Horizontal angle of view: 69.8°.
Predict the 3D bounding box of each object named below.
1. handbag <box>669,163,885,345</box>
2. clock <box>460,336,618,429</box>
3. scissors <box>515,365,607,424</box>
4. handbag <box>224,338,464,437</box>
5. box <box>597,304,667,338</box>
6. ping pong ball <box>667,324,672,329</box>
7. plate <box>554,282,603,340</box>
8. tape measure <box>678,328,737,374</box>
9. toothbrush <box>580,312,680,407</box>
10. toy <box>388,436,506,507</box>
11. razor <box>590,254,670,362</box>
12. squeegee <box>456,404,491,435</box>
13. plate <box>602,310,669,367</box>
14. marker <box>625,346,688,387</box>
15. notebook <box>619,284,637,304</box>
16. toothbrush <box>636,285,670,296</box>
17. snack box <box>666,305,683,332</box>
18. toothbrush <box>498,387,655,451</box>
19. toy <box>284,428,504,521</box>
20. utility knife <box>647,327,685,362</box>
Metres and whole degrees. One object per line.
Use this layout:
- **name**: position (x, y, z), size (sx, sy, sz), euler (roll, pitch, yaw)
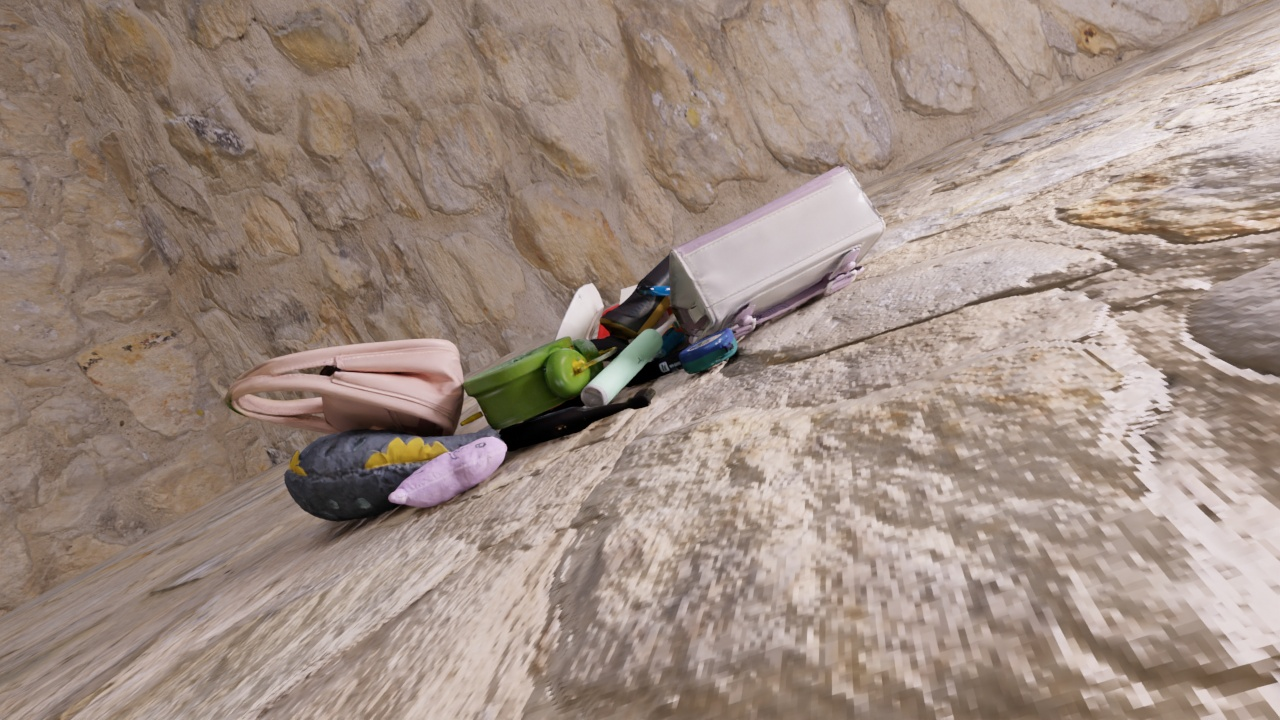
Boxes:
- **handbag**: position (0.131, -0.092, 0.925), size (0.197, 0.098, 0.145), euler (-26, -12, -8)
- **clock**: position (-0.097, 0.017, 0.908), size (0.161, 0.056, 0.116), euler (-22, 6, 15)
- **scissors**: position (-0.110, 0.057, 1.010), size (0.220, 0.021, 0.231), euler (-30, 4, -34)
- **handbag**: position (-0.306, 0.041, 0.959), size (0.234, 0.093, 0.194), euler (5, -20, -15)
- **box**: position (0.045, -0.065, 1.337), size (0.202, 0.099, 0.112), euler (-22, 42, 32)
- **ping pong ball**: position (0.050, -0.057, 1.232), size (0.040, 0.040, 0.040), euler (-26, 6, 3)
- **plate**: position (-0.094, -0.027, 1.303), size (0.265, 0.034, 0.162), euler (-73, 5, -83)
- **tape measure**: position (0.063, -0.006, 0.836), size (0.054, 0.025, 0.058), euler (-26, 5, 14)
- **toothbrush**: position (0.000, -0.009, 0.924), size (0.027, 0.027, 0.223), euler (-16, 16, 30)
- **toy**: position (-0.169, 0.101, 0.822), size (0.108, 0.039, 0.084), euler (-28, -2, -9)
- **razor**: position (0.008, -0.058, 1.004), size (0.062, 0.067, 0.167), euler (9, 53, 49)
- **squeegee**: position (-0.181, 0.058, 1.163), size (0.246, 0.039, 0.246), euler (-32, 2, 5)
- **plate**: position (-0.014, -0.027, 1.173), size (0.165, 0.034, 0.163), euler (-36, 1, 41)
- **marker**: position (0.032, 0.002, 0.917), size (0.132, 0.020, 0.022), euler (-21, 28, 43)
- **notebook**: position (0.045, -0.092, 1.133), size (0.150, 0.012, 0.209), euler (-20, 12, 4)
- **toothbrush**: position (0.082, -0.073, 1.008), size (0.189, 0.014, 0.016), euler (0, -6, -22)
- **snack box**: position (0.111, -0.078, 1.091), size (0.127, 0.044, 0.113), euler (-28, 13, -23)
- **toothbrush**: position (-0.061, 0.054, 0.838), size (0.213, 0.026, 0.027), euler (-19, 20, 45)
- **toy**: position (-0.290, 0.117, 0.953), size (0.137, 0.091, 0.357), euler (-10, -3, -45)
- **utility knife**: position (0.027, -0.016, 1.095), size (0.034, 0.018, 0.209), euler (-24, 7, 19)
